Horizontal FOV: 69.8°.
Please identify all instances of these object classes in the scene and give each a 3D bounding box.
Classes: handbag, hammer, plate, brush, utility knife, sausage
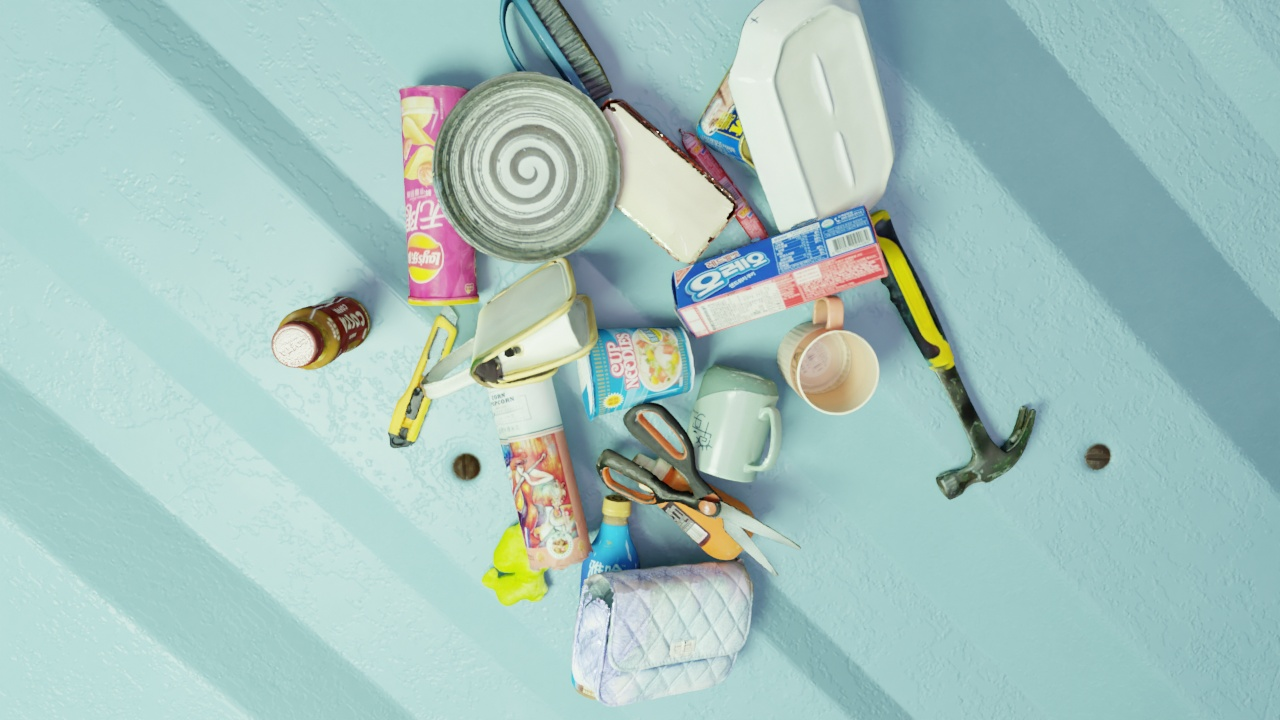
[{"bbox_3d":[0.027,0.279,0.956,0.193,0.076,0.134,3,98,-38],"label":"handbag"},{"bbox_3d":[-0.130,-0.017,0.897,0.179,0.163,0.063,-29,112,5],"label":"handbag"},{"bbox_3d":[0.320,-0.014,0.989,0.126,0.032,0.323,-29,99,1],"label":"hammer"},{"bbox_3d":[0.178,-0.230,0.878,0.162,0.034,0.266,-36,129,-12],"label":"plate"},{"bbox_3d":[-0.092,-0.307,0.904,0.073,0.055,0.144,-34,100,1],"label":"brush"},{"bbox_3d":[-0.230,0.019,0.969,0.033,0.015,0.168,21,97,-9],"label":"utility knife"},{"bbox_3d":[0.089,-0.179,0.954,0.020,0.020,0.156,-37,100,3],"label":"sausage"},{"bbox_3d":[-0.109,-0.182,0.878,0.179,0.024,0.179,-1,100,-3],"label":"plate"}]

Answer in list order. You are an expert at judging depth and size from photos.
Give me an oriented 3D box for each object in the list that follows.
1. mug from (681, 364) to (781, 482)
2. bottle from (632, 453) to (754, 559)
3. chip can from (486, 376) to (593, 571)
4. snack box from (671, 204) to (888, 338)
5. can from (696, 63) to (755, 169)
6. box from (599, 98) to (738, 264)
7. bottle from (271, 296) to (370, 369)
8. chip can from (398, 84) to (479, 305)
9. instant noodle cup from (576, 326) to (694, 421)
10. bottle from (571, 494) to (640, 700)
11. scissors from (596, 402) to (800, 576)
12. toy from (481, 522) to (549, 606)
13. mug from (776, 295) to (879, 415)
[{"bbox_3d":[0.103,0.067,0.951,0.082,0.112,0.106,11,97,-41],"label":"mug"},{"bbox_3d":[0.052,0.151,0.987,0.149,0.066,0.067,37,95,-1],"label":"bottle"},{"bbox_3d":[-0.105,0.105,0.950,0.071,0.071,0.214,-13,93,-1],"label":"chip can"},{"bbox_3d":[0.135,-0.087,0.918,0.208,0.057,0.058,-18,142,15],"label":"snack box"},{"bbox_3d":[0.113,-0.245,0.905,0.057,0.083,0.102,27,97,-41],"label":"can"},{"bbox_3d":[0.010,-0.176,0.912,0.168,0.076,0.091,40,105,-6],"label":"box"},{"bbox_3d":[-0.305,-0.026,0.876,0.057,0.175,0.057,-1,99,-3],"label":"bottle"},{"bbox_3d":[-0.200,-0.162,0.913,0.071,0.071,0.210,-1,99,-3],"label":"chip can"},{"bbox_3d":[-0.006,0.006,0.946,0.110,0.099,0.099,-9,100,-10],"label":"instant noodle cup"},{"bbox_3d":[-0.034,0.254,0.995,0.065,0.065,0.219,6,98,-4],"label":"bottle"},{"bbox_3d":[0.057,0.128,0.926,0.227,0.021,0.198,8,119,23],"label":"scissors"},{"bbox_3d":[-0.128,0.219,1.000,0.096,0.031,0.100,-9,104,-5],"label":"toy"},{"bbox_3d":[0.189,-0.011,0.943,0.081,0.106,0.114,-1,99,-4],"label":"mug"}]
